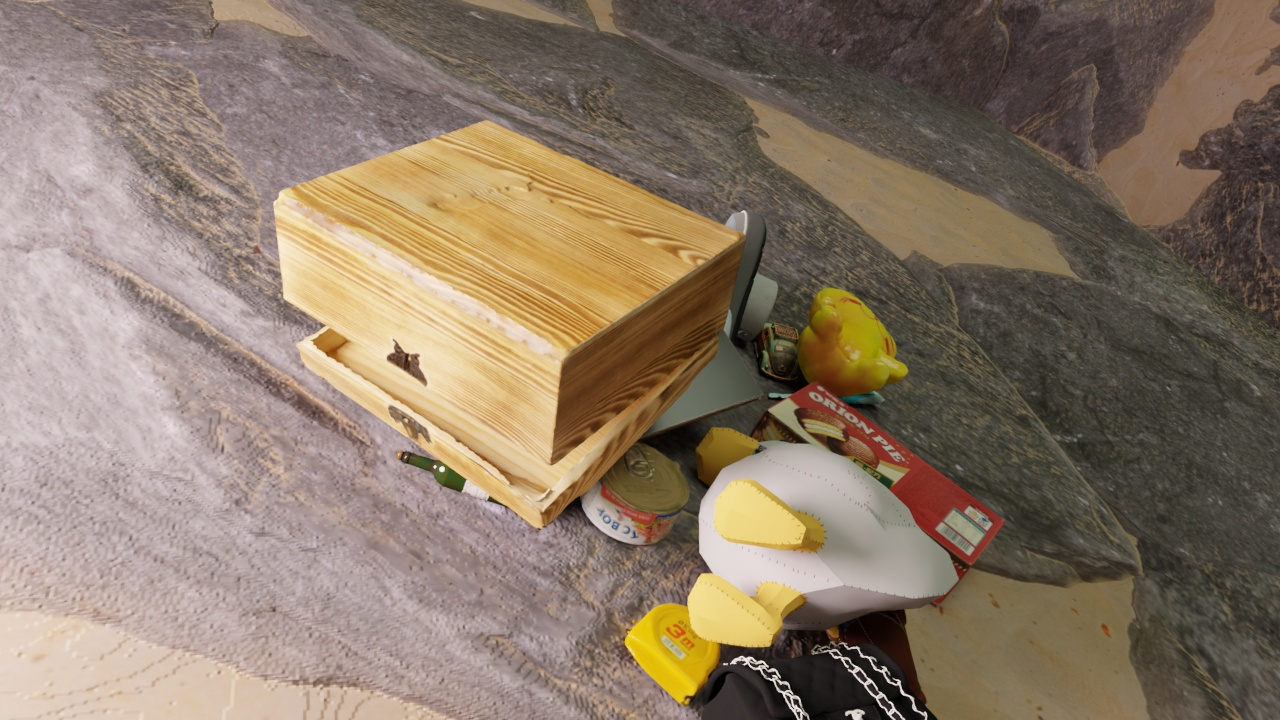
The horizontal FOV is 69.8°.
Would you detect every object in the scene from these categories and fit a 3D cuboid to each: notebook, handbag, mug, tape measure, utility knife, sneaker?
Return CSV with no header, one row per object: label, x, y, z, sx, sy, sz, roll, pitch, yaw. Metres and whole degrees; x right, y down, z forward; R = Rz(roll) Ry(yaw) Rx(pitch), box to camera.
notebook,-0.005,0.005,0.851,0.208,0.008,0.141,-17,63,-27
handbag,0.127,0.236,0.604,0.153,0.115,0.125,0,38,-31
mug,0.112,-0.060,1.097,0.070,0.084,0.113,24,59,-6
tape measure,0.025,0.205,0.658,0.068,0.030,0.058,39,33,18
utility knife,0.217,0.044,1.068,0.168,0.015,0.022,1,32,-31
sneaker,0.038,-0.077,0.990,0.160,0.093,0.256,16,57,3

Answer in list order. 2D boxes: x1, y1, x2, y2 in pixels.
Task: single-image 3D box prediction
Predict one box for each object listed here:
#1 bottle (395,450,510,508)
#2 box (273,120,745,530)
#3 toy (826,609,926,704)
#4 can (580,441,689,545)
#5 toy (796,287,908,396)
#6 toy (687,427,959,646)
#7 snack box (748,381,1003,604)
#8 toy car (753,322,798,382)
bottle,-0.139,0.090,0.719,0.106,0.025,0.025,20,31,-9
box,-0.098,-0.050,0.736,0.279,0.176,0.246,27,42,25
toy,0.206,0.228,0.756,0.103,0.071,0.090,55,22,4
can,-0.005,0.110,0.770,0.086,0.043,0.086,19,31,-12
toy,0.248,-0.014,1.099,0.134,0.088,0.193,42,23,1
toy,0.127,0.130,0.732,0.247,0.141,0.267,19,14,21
snack box,0.228,0.122,0.906,0.236,0.060,0.113,39,33,21
toy car,0.166,-0.021,1.095,0.047,0.047,0.111,15,31,-11
